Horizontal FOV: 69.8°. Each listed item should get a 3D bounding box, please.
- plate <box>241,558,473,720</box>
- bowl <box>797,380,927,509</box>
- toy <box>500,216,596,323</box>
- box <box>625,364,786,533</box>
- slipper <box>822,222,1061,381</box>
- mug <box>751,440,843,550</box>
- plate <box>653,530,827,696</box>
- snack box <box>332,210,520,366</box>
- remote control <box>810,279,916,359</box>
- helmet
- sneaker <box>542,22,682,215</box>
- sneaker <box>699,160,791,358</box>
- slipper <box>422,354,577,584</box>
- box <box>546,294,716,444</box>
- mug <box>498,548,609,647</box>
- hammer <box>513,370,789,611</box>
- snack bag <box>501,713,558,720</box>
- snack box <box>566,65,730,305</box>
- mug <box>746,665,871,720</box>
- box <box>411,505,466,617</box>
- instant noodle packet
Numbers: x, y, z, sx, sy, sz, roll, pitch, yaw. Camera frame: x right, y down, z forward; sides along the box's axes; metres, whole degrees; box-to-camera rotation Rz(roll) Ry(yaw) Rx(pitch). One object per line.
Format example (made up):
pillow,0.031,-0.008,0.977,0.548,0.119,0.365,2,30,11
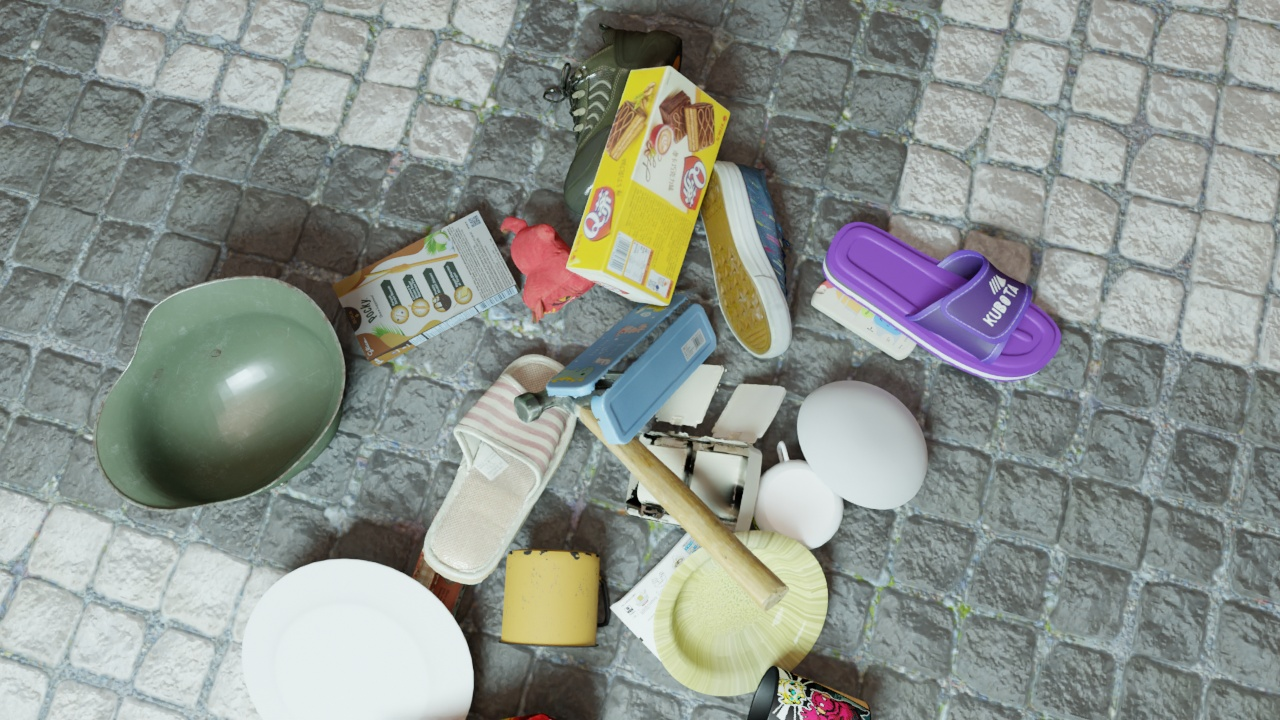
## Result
plate,-0.289,0.316,0.926,0.242,0.016,0.242,1,102,5
bowl,0.239,0.077,0.950,0.149,0.043,0.149,10,54,-15
toy,-0.120,-0.107,1.023,0.133,0.088,0.094,43,86,11
box,0.070,0.092,0.969,0.145,0.058,0.187,6,69,39
slipper,0.328,-0.076,0.981,0.266,0.084,0.107,31,67,10
mug,0.160,0.142,0.962,0.094,0.068,0.115,-12,77,0
plate,0.097,0.250,0.934,0.184,0.036,0.184,-4,107,-14
snack box,-0.244,-0.083,1.051,0.186,0.032,0.101,-28,78,-3
remote control,0.250,-0.047,1.024,0.125,0.018,0.038,34,82,11
helmet,-0.423,0.053,0.969,0.267,0.154,0.227,-31,77,-9
sneaker,-0.060,-0.293,1.053,0.143,0.101,0.237,24,79,9
sneaker,0.130,-0.115,1.024,0.079,0.088,0.235,-8,74,-24
slipper,-0.146,0.104,0.965,0.115,0.052,0.262,23,64,1
box,-0.004,0.006,0.970,0.086,0.073,0.208,4,33,36
mug,-0.082,0.244,0.946,0.123,0.101,0.094,13,72,-36
hammer,0.020,0.117,0.908,0.132,0.033,0.330,-23,52,-34
snack bag,-0.154,0.391,0.898,0.208,0.139,0.066,-13,52,6
snack box,0.011,-0.185,0.988,0.062,0.110,0.230,13,84,46
mug,0.157,0.374,0.909,0.098,0.081,0.118,22,112,0
box,-0.218,0.247,0.969,0.071,0.057,0.187,22,80,-25
instant noodle packet,0.046,0.244,0.968,0.087,0.026,0.134,44,83,11
